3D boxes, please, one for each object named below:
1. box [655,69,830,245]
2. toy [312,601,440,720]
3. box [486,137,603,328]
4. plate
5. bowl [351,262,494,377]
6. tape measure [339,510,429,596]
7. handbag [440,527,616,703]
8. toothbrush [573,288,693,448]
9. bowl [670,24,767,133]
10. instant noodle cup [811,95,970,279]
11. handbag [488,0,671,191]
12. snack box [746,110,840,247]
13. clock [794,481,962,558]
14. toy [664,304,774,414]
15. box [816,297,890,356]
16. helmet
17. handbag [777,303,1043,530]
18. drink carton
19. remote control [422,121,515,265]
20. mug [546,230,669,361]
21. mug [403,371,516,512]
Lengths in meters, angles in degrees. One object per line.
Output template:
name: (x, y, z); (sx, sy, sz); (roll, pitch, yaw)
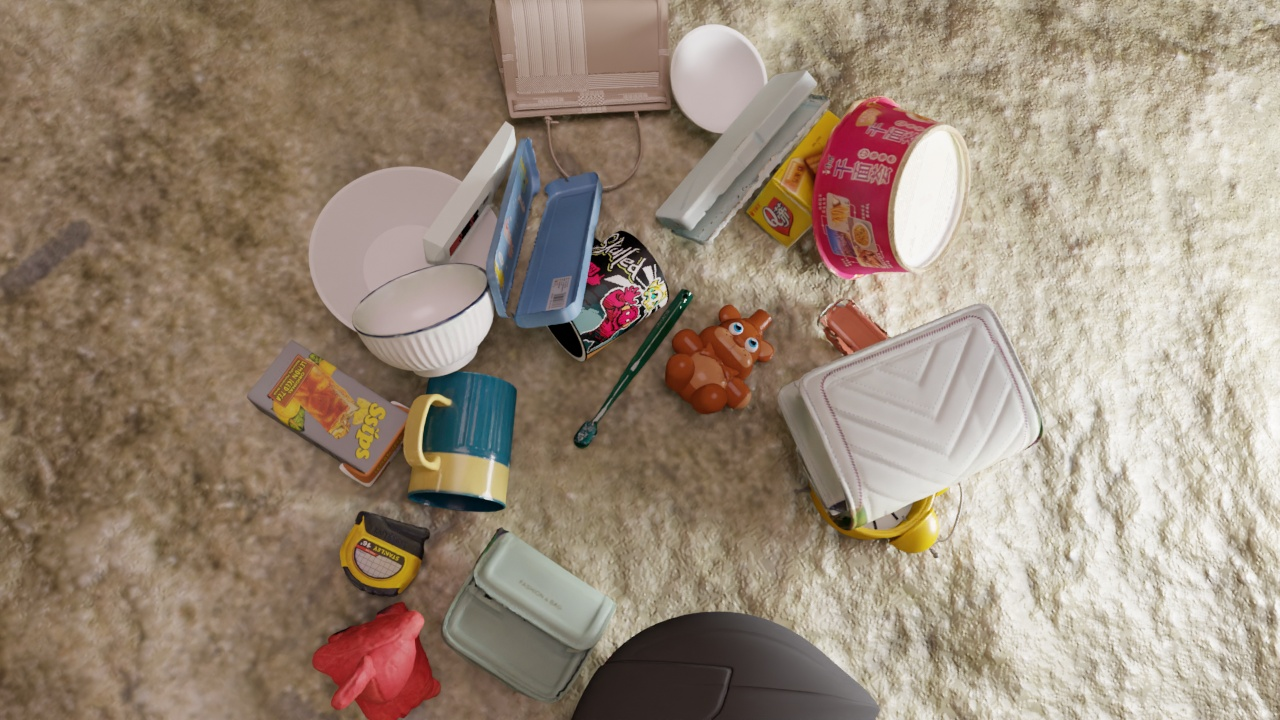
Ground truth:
box: (0.097, -0.202, 0.906); (0.083, 0.066, 0.199); (33, 80, 40)
toy: (-0.197, 0.248, 0.711); (0.088, 0.133, 0.094); (-23, 88, -5)
box: (-0.080, -0.121, 0.817); (0.074, 0.078, 0.208); (-6, 44, 10)
plate: (-0.213, -0.093, 0.850); (0.174, 0.036, 0.173); (3, 74, -9)
bowl: (-0.175, -0.027, 0.773); (0.118, 0.118, 0.062); (-24, 123, -16)
tape measure: (-0.218, 0.165, 0.774); (0.065, 0.037, 0.064); (17, 71, -3)
handbag: (-0.097, 0.215, 0.766); (0.122, 0.067, 0.106); (33, 70, 0)
toothbrush: (-0.005, 0.005, 0.869); (0.016, 0.017, 0.189); (35, 71, 1)
bowl: (0.073, -0.285, 0.949); (0.109, 0.041, 0.110); (0, 89, -22)
instant noodle cup: (0.247, -0.158, 0.875); (0.078, 0.179, 0.178); (21, 64, 42)
handbag: (-0.051, -0.267, 0.926); (0.175, 0.062, 0.198); (-7, 84, -14)
snack box: (0.168, -0.180, 0.919); (0.061, 0.084, 0.105); (39, 71, 0)
clock: (0.229, 0.117, 0.863); (0.152, 0.052, 0.113); (22, 71, 1)
toy: (0.081, -0.005, 0.865); (0.095, 0.065, 0.127); (46, 67, 3)
box: (0.249, 0.015, 0.909); (0.058, 0.062, 0.188); (-43, 87, 7)
helmet: (0.055, 0.286, 0.721); (0.264, 0.164, 0.169); (-4, 63, -1)
handbag: (0.238, 0.049, 0.814); (0.198, 0.096, 0.142); (-20, 84, -12)
drink carton: (-0.264, 0.045, 0.794); (0.125, 0.049, 0.076); (33, 71, 0)
remote control: (-0.150, -0.145, 0.829); (0.024, 0.050, 0.143); (30, 71, 0)
mug: (-0.048, -0.072, 0.855); (0.098, 0.082, 0.118); (-36, 64, -18)
mug: (-0.156, 0.066, 0.776); (0.083, 0.113, 0.107); (-2, 70, 24)
